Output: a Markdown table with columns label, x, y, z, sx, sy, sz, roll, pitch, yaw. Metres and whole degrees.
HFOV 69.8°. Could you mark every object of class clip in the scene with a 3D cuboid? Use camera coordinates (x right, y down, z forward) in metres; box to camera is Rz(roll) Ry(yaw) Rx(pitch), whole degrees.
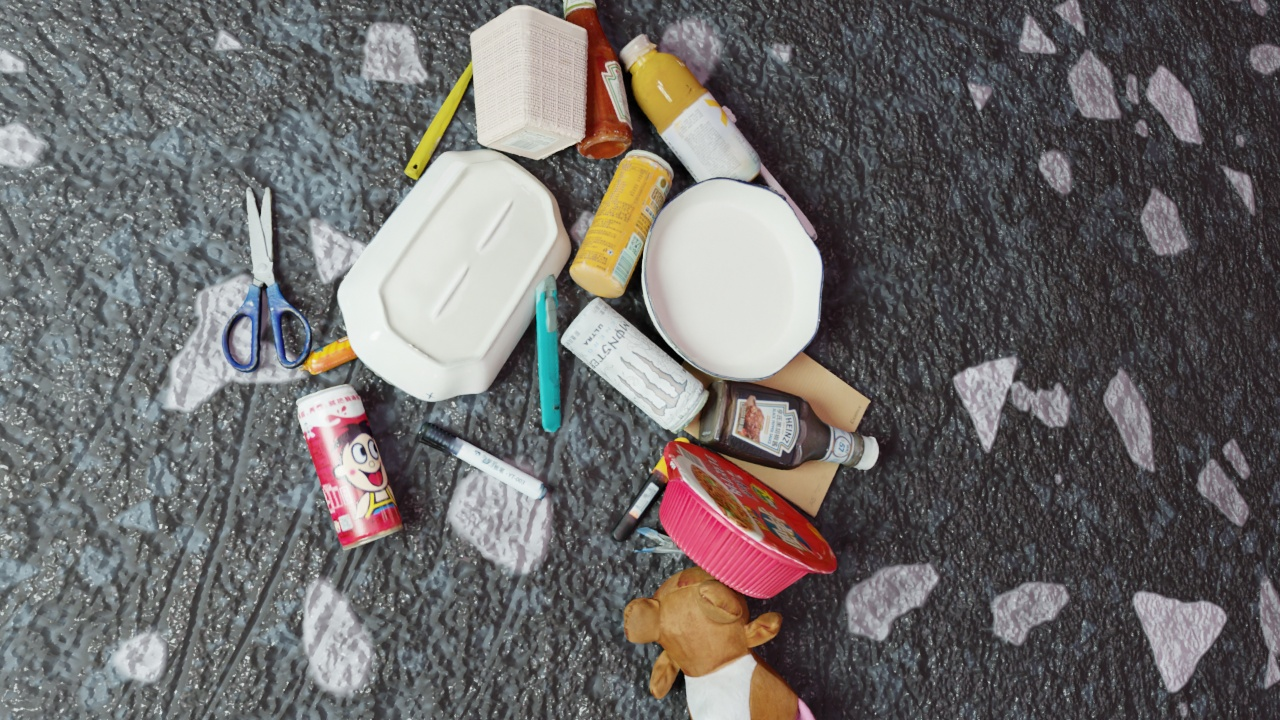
| label | x | y | z | sx | sy | sz | roll | pitch | yaw |
| --- | --- | --- | --- | --- | --- | --- | --- | --- | --- |
| clip | 0.024 | 0.179 | 0.895 | 0.058 | 0.027 | 0.045 | 17 | 66 | -20 |

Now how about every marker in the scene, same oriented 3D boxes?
| label | x | y | z | sx | sy | sz | roll | pitch | yaw |
| --- | --- | --- | --- | --- | --- | --- | --- | --- | --- |
| marker | -0.145 | 0.095 | 0.845 | 0.130 | 0.018 | 0.022 | 31 | 78 | -14 |
| marker | 0.010 | 0.127 | 0.906 | 0.018 | 0.015 | 0.123 | 40 | 70 | -10 |

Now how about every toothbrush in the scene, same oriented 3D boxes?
| label | x | y | z | sx | sy | sz | roll | pitch | yaw |
| --- | --- | --- | --- | --- | --- | --- | --- | --- | --- |
| toothbrush | -0.181 | -0.258 | 0.897 | 0.015 | 0.017 | 0.189 | 28 | 70 | -15 |
| toothbrush | 0.140 | -0.205 | 1.006 | 0.016 | 0.016 | 0.180 | -32 | 83 | -25 |

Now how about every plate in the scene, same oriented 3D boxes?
| label | x | y | z | sx | sy | sz | roll | pitch | yaw |
| --- | --- | --- | --- | --- | --- | --- | --- | --- | --- |
| plate | -0.158 | -0.089 | 0.843 | 0.162 | 0.034 | 0.265 | 38 | 60 | -15 |
| plate | 0.091 | -0.080 | 0.933 | 0.204 | 0.046 | 0.204 | 3 | 82 | -23 |

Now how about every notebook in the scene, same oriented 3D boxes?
| label | x | y | z | sx | sy | sz | roll | pitch | yaw |
| --- | --- | --- | --- | --- | --- | --- | --- | --- | --- |
| notebook | 0.135 | 0.049 | 0.975 | 0.211 | 0.012 | 0.149 | 35 | 70 | -13 |

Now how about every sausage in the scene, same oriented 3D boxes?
| label | x | y | z | sx | sy | sz | roll | pitch | yaw |
| --- | --- | --- | --- | --- | --- | --- | --- | --- | --- |
| sausage | -0.229 | -0.026 | 0.830 | 0.164 | 0.021 | 0.021 | -27 | 91 | -25 |

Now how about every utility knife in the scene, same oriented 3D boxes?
| label | x | y | z | sx | sy | sz | roll | pitch | yaw |
| --- | --- | --- | --- | --- | --- | --- | --- | --- | --- |
| utility knife | -0.086 | -0.006 | 0.871 | 0.029 | 0.013 | 0.151 | -10 | 100 | -50 |

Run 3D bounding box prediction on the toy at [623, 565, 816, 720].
| label | x | y | z | sx | sy | sz | roll | pitch | yaw |
| --- | --- | --- | --- | --- | --- | --- | --- | --- | --- |
| toy | 0.077 | 0.292 | 0.846 | 0.199 | 0.140 | 0.130 | 64 | 27 | -9 |

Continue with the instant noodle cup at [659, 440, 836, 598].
| label | x | y | z | sx | sy | sz | roll | pitch | yaw |
| --- | --- | --- | --- | --- | --- | --- | --- | --- | --- |
| instant noodle cup | 0.087 | 0.156 | 0.861 | 0.194 | 0.193 | 0.066 | 33 | 101 | -14 |

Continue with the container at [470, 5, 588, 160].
| label | x | y | z | sx | sy | sz | roll | pitch | yaw |
| --- | --- | --- | --- | --- | --- | --- | --- | --- | --- |
| container | -0.105 | -0.261 | 0.882 | 0.090 | 0.090 | 0.111 | 5 | 80 | -44 |

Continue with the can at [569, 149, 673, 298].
| label | x | y | z | sx | sy | sz | roll | pitch | yaw |
| --- | --- | --- | --- | --- | --- | --- | --- | --- | --- |
| can | -0.018 | -0.137 | 0.920 | 0.058 | 0.058 | 0.145 | 29 | 70 | -15 |

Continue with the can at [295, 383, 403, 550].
| label | x | y | z | sx | sy | sz | roll | pitch | yaw |
| --- | --- | --- | --- | --- | --- | --- | --- | --- | --- |
| can | -0.248 | 0.090 | 0.782 | 0.053 | 0.053 | 0.132 | -18 | 87 | -25 |

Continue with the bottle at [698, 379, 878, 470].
| label | x | y | z | sx | sy | sz | roll | pitch | yaw |
| --- | --- | --- | --- | --- | --- | --- | --- | --- | --- |
| bottle | 0.157 | 0.076 | 0.950 | 0.194 | 0.044 | 0.079 | 16 | 77 | -19 |

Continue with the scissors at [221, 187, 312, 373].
| label | x | y | z | sx | sy | sz | roll | pitch | yaw |
| --- | --- | --- | --- | --- | --- | --- | --- | --- | --- |
| scissors | -0.317 | -0.072 | 0.800 | 0.125 | 0.012 | 0.173 | 20 | 75 | -3 |

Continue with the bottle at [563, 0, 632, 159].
| label | x | y | z | sx | sy | sz | roll | pitch | yaw |
| --- | --- | --- | --- | --- | --- | --- | --- | --- | --- |
| bottle | -0.053 | -0.311 | 0.940 | 0.059 | 0.060 | 0.206 | -6 | 80 | -24 |

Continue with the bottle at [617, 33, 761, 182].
| label | x | y | z | sx | sy | sz | roll | pitch | yaw |
| --- | --- | --- | --- | --- | --- | --- | --- | --- | --- |
| bottle | 0.049 | -0.256 | 0.966 | 0.067 | 0.068 | 0.189 | -43 | 97 | -24 |

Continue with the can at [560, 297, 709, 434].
| label | x | y | z | sx | sy | sz | roll | pitch | yaw |
| --- | --- | --- | --- | --- | --- | --- | --- | --- | --- |
| can | -0.005 | 0.005 | 0.893 | 0.146 | 0.058 | 0.058 | 40 | 67 | -7 |
